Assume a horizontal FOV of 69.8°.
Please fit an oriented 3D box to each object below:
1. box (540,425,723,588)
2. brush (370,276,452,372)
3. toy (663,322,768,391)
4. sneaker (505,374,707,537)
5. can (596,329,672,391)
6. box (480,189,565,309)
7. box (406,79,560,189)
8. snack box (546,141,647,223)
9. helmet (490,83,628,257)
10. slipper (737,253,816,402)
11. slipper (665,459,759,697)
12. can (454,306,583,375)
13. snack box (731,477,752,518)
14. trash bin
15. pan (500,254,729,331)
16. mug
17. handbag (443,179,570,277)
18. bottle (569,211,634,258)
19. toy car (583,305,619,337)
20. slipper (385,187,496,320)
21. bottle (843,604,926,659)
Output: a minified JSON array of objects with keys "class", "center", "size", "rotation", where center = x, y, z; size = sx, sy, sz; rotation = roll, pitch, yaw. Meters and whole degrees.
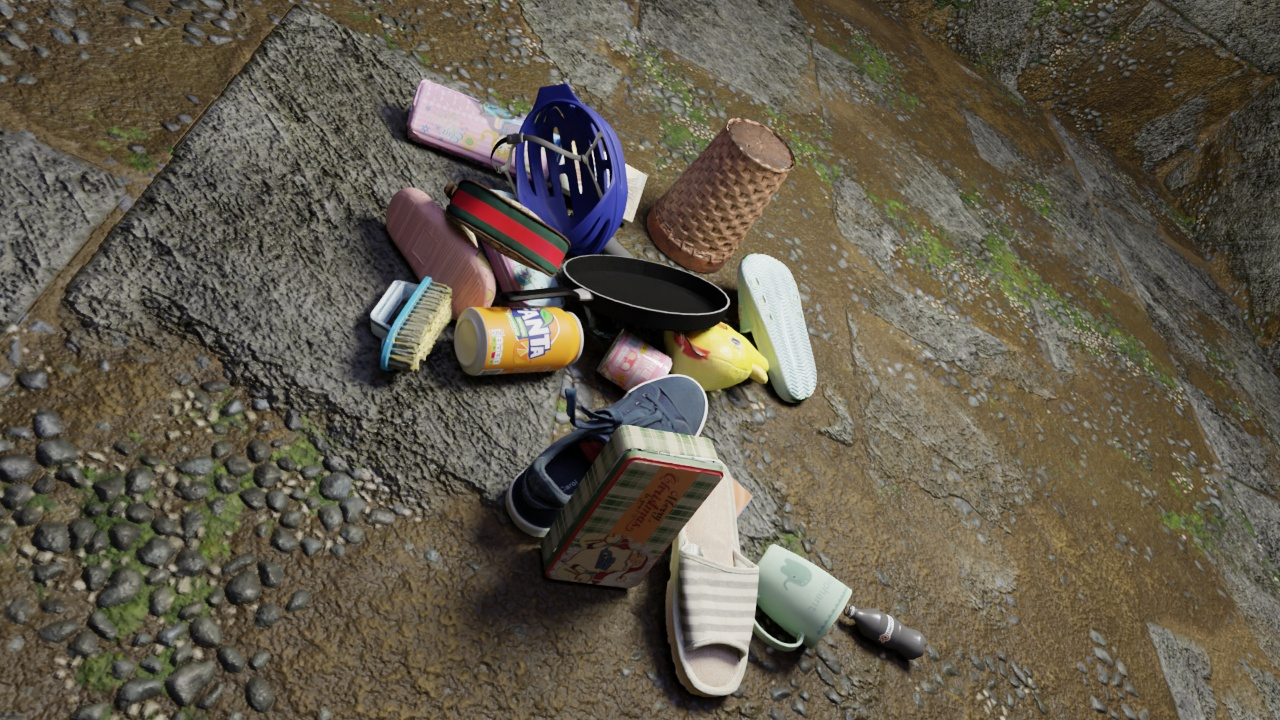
[{"class":"box","center":[-0.013,0.153,0.928],"size":[0.117,0.206,0.050],"rotation":[12,39,-30]},{"class":"brush","center":[-0.269,-0.038,1.041],"size":[0.075,0.055,0.135],"rotation":[12,41,4]},{"class":"toy","center":[0.106,-0.009,1.265],"size":[0.134,0.092,0.207],"rotation":[39,26,31]},{"class":"sneaker","center":[-0.019,0.078,1.021],"size":[0.293,0.128,0.120],"rotation":[-31,76,-39]},{"class":"can","center":[-0.007,0.007,1.180],"size":[0.076,0.067,0.067],"rotation":[32,40,-6]},{"class":"box","center":[-0.167,-0.147,1.232],"size":[0.076,0.036,0.214],"rotation":[-2,53,-38]},{"class":"box","center":[-0.231,-0.325,1.355],"size":[0.230,0.077,0.084],"rotation":[17,81,-25]},{"class":"snack box","center":[-0.065,-0.273,1.387],"size":[0.150,0.026,0.082],"rotation":[22,81,-33]},{"class":"helmet","center":[-0.110,-0.243,1.225],"size":[0.148,0.241,0.227],"rotation":[-1,14,20]},{"class":"slipper","center":[0.195,-0.049,1.385],"size":[0.103,0.074,0.245],"rotation":[-1,69,-39]},{"class":"slipper","center":[0.078,0.226,1.008],"size":[0.114,0.054,0.272],"rotation":[24,52,-33]},{"class":"can","center":[-0.145,-0.025,1.097],"size":[0.142,0.079,0.079],"rotation":[-3,54,-39]},{"class":"snack box","center":[0.057,0.147,1.119],"size":[0.151,0.034,0.087],"rotation":[42,40,6]},{"class":"trash bin","center":[0.123,-0.260,1.420],"size":[0.151,0.211,0.151],"rotation":[20,42,-20]},{"class":"pan","center":[-0.039,-0.084,1.179],"size":[0.225,0.034,0.355],"rotation":[29,26,36]},{"class":"mug","center":[0.168,0.275,1.047],"size":[0.104,0.084,0.111],"rotation":[35,53,11]},{"class":"handbag","center":[-0.168,-0.163,1.131],"size":[0.166,0.063,0.138],"rotation":[30,-3,-13]},{"class":"bottle","center":[-0.061,-0.178,1.346],"size":[0.113,0.030,0.030],"rotation":[43,40,6]},{"class":"toy car","center":[-0.057,-0.063,1.240],"size":[0.038,0.027,0.089],"rotation":[10,43,-31]},{"class":"slipper","center":[-0.234,-0.136,1.136],"size":[0.197,0.093,0.081],"rotation":[50,30,16]},{"class":"bottle","center":[0.297,0.329,1.122],"size":[0.110,0.036,0.036],"rotation":[29,40,-10]}]
